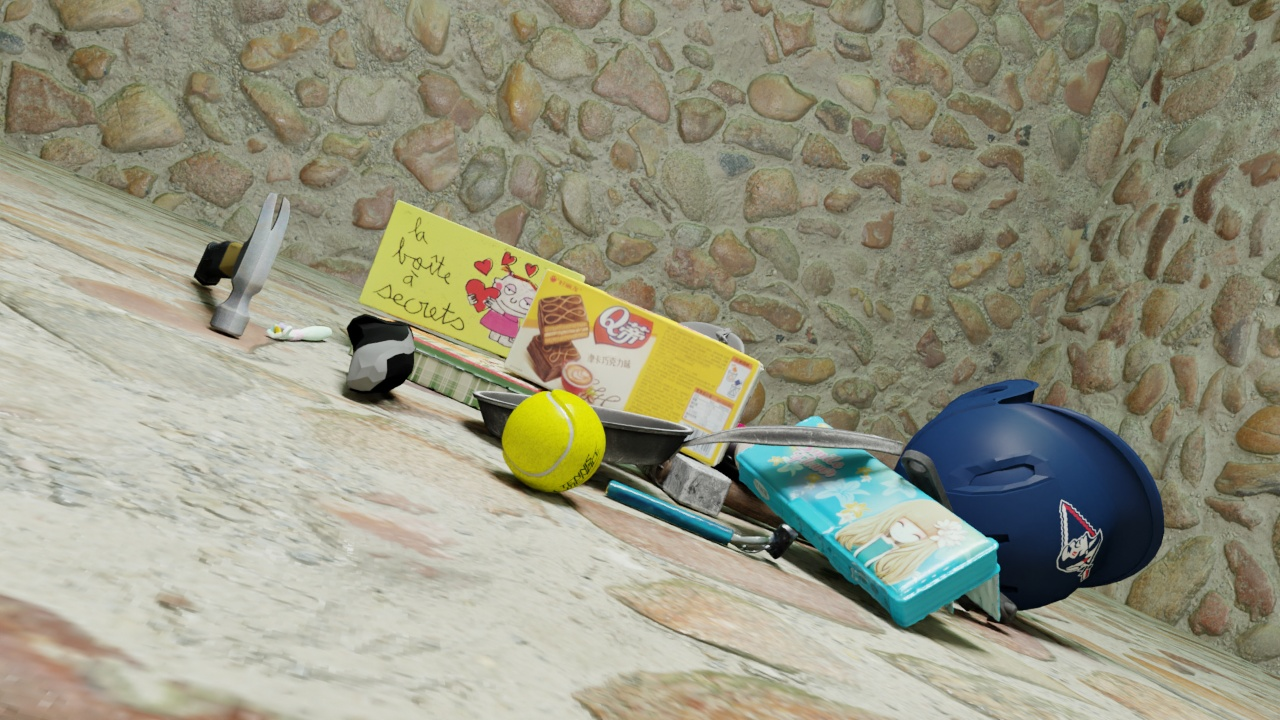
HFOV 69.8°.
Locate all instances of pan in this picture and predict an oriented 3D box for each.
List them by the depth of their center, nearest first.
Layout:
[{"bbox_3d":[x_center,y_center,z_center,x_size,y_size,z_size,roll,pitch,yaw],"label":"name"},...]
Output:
[{"bbox_3d":[0.035,0.062,0.764,0.357,0.055,0.187,10,0,6],"label":"pan"}]

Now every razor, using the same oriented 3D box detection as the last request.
[{"bbox_3d":[0.042,0.119,0.683,0.144,0.022,0.042,18,-37,-1],"label":"razor"},{"bbox_3d":[-0.205,0.001,0.717,0.060,0.057,0.156,53,-4,-22],"label":"razor"}]

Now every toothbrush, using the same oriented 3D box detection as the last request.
[{"bbox_3d":[-0.318,-0.026,0.868,0.022,0.015,0.155,-10,2,-3],"label":"toothbrush"}]

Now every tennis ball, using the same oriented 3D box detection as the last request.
[{"bbox_3d":[-0.056,0.052,0.591,0.065,0.065,0.065,22,0,0],"label":"tennis ball"}]

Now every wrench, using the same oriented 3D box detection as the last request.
[{"bbox_3d":[0.273,0.160,0.797,0.073,0.018,0.273,16,-29,43],"label":"wrench"}]

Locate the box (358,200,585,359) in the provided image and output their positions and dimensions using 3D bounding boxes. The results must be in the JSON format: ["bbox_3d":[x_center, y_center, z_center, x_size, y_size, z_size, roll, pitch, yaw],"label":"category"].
[{"bbox_3d":[-0.188,-0.079,1.018,0.221,0.124,0.081,24,-4,-18],"label":"box"}]

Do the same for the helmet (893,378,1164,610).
[{"bbox_3d":[0.399,0.157,0.973,0.273,0.232,0.222,-3,23,36],"label":"helmet"}]

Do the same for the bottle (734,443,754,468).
[{"bbox_3d":[0.129,0.100,0.939,0.051,0.051,0.146,22,-2,16],"label":"bottle"}]

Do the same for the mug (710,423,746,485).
[{"bbox_3d":[0.134,0.129,1.058,0.098,0.082,0.118,22,9,18],"label":"mug"}]

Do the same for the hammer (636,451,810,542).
[{"bbox_3d":[0.143,0.154,0.944,0.300,0.037,0.218,23,-1,-14],"label":"hammer"}]

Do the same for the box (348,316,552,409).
[{"bbox_3d":[-0.186,0.012,0.948,0.205,0.049,0.117,21,-1,7],"label":"box"}]

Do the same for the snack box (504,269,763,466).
[{"bbox_3d":[-0.005,0.005,0.898,0.230,0.110,0.061,24,2,11],"label":"snack box"}]

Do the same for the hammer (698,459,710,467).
[{"bbox_3d":[0.059,0.125,1.228,0.119,0.030,0.332,23,-1,-42],"label":"hammer"}]

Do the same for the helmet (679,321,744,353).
[{"bbox_3d":[0.048,0.050,1.113,0.118,0.183,0.271,65,-8,-19],"label":"helmet"}]

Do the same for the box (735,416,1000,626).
[{"bbox_3d":[0.183,0.153,0.758,0.227,0.097,0.121,40,-29,56],"label":"box"}]

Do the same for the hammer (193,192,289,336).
[{"bbox_3d":[-0.376,-0.092,0.846,0.025,0.118,0.333,25,-7,-30],"label":"hammer"}]
